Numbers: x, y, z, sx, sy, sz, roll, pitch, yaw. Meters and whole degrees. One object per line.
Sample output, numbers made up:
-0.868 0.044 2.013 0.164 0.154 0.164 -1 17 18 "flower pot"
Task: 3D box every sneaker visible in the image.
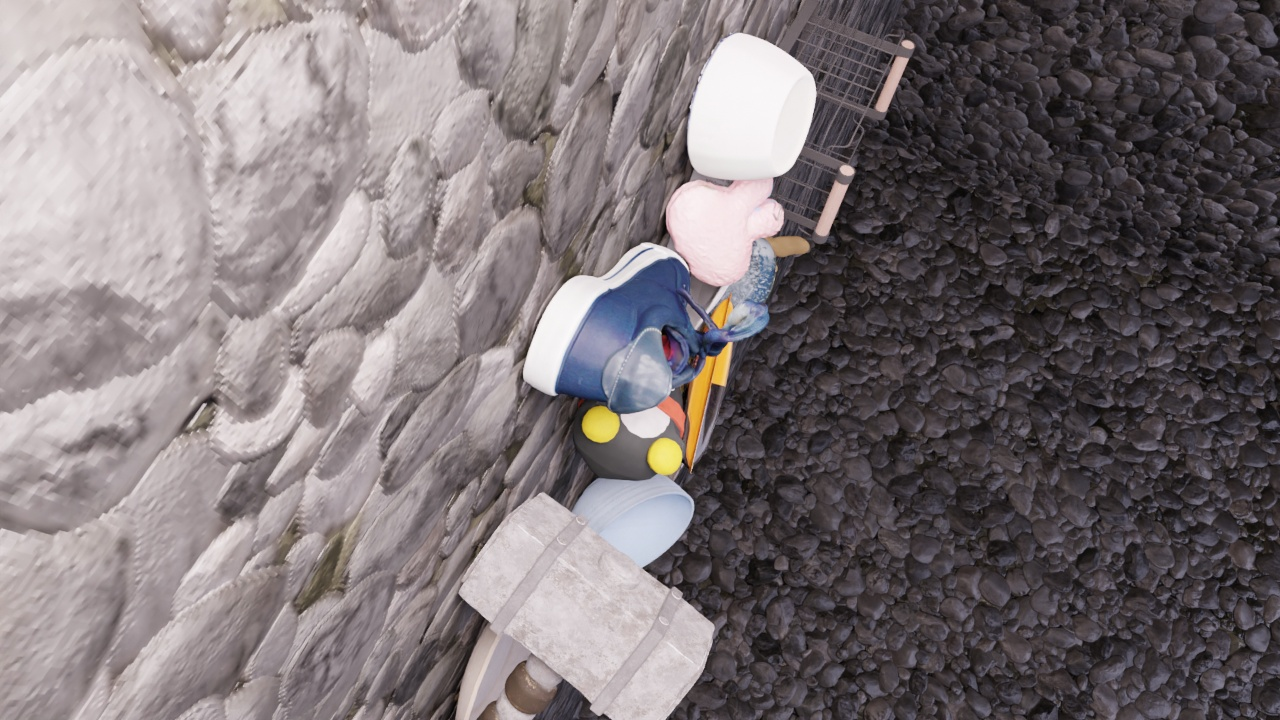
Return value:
0.022 -0.021 0.686 0.294 0.127 0.121 -45 159 -72 "sneaker"

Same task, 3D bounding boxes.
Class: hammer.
-0.102 0.275 0.704 0.327 0.177 0.079 -55 174 14 "hammer"

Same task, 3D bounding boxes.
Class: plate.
-0.128 0.276 0.840 0.188 0.027 0.188 20 89 -77 "plate"
0.083 -0.103 0.965 0.209 0.015 0.208 -61 -170 18 "plate"

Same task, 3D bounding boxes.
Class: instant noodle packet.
0.059 0.025 0.895 0.221 0.032 0.160 101 2 -87 "instant noodle packet"

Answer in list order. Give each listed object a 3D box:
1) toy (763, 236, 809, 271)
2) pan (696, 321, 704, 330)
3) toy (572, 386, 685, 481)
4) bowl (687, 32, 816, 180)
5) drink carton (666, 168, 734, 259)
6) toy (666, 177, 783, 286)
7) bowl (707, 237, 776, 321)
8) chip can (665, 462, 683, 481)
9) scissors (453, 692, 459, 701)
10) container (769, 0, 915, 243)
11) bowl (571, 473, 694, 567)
0.141 -0.145 1.191 0.108 0.134 0.106 -101 -177 -57 "toy"
0.023 0.028 1.132 0.353 0.024 0.217 -38 147 -59 "pan"
-0.006 0.044 0.796 0.100 0.097 0.119 -47 -162 55 "toy"
0.092 -0.195 0.730 0.116 0.066 0.116 -47 150 -39 "bowl"
0.072 -0.156 0.856 0.076 0.048 0.125 -51 163 -59 "drink carton"
0.077 -0.121 0.804 0.105 0.053 0.108 -32 126 -3 "toy"
0.097 -0.102 1.073 0.115 0.060 0.114 -29 -128 44 "bowl"
-0.001 0.183 1.267 0.228 0.080 0.080 -57 168 -44 "chip can"
-0.147 0.305 0.918 0.180 0.015 0.198 -69 170 21 "scissors"
0.200 -0.270 1.036 0.240 0.130 0.163 -60 170 -31 "container"
-0.022 0.173 1.028 0.150 0.074 0.151 -24 144 -19 "bowl"
